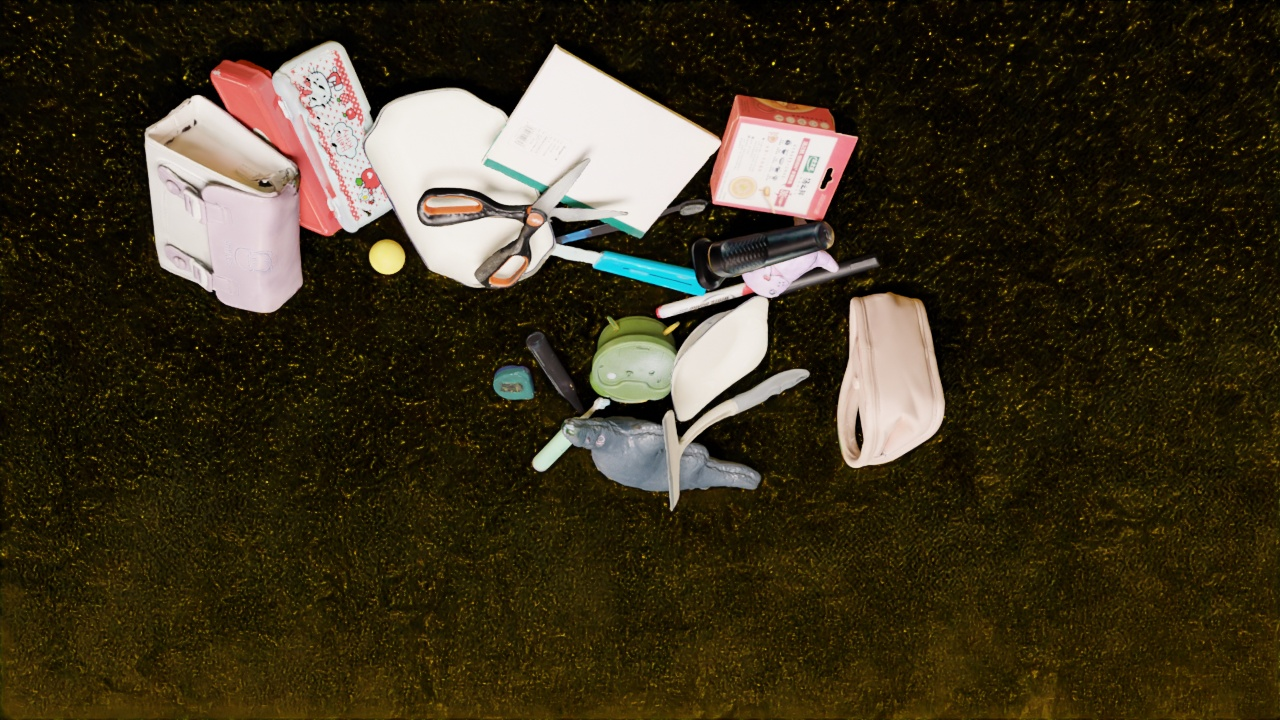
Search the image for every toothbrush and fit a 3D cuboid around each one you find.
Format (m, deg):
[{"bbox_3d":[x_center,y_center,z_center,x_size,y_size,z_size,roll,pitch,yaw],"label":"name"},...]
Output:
[{"bbox_3d":[-0.104,0.036,1.271,0.027,0.026,0.213,18,151,33],"label":"toothbrush"},{"bbox_3d":[-0.103,0.106,1.323,0.027,0.026,0.225,9,147,-27],"label":"toothbrush"},{"bbox_3d":[-0.014,-0.158,1.060,0.190,0.016,0.014,-12,131,14],"label":"toothbrush"}]

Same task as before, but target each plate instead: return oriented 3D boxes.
[{"bbox_3d":[0.095,-0.009,1.171,0.164,0.034,0.164,-37,150,-16],"label":"plate"},{"bbox_3d":[-0.192,-0.188,1.008,0.162,0.034,0.266,-11,137,9],"label":"plate"}]

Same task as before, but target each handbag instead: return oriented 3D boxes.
[{"bbox_3d":[0.299,0.046,1.180,0.093,0.193,0.235,4,148,-2],"label":"handbag"},{"bbox_3d":[-0.430,-0.150,0.960,0.145,0.098,0.198,27,142,-3],"label":"handbag"}]

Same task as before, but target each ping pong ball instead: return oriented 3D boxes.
[{"bbox_3d":[-0.297,-0.122,1.076,0.040,0.040,0.040,-1,138,-1],"label":"ping pong ball"}]

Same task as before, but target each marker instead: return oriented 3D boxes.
[{"bbox_3d":[0.224,-0.104,1.120,0.132,0.022,0.020,-15,100,15],"label":"marker"},{"bbox_3d":[0.089,-0.078,1.151,0.145,0.017,0.017,-15,136,15],"label":"marker"}]

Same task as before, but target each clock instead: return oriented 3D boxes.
[{"bbox_3d":[-0.007,0.007,1.215,0.116,0.056,0.162,5,138,-6],"label":"clock"}]

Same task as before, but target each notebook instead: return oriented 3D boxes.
[{"bbox_3d":[-0.040,-0.220,0.964,0.209,0.012,0.151,21,127,-32],"label":"notebook"}]

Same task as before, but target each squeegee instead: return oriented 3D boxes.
[{"bbox_3d":[0.124,0.069,1.240,0.246,0.039,0.247,-32,149,-16],"label":"squeegee"}]

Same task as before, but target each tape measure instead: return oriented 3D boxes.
[{"bbox_3d":[-0.174,0.032,1.263,0.054,0.025,0.058,-5,138,3],"label":"tape measure"}]

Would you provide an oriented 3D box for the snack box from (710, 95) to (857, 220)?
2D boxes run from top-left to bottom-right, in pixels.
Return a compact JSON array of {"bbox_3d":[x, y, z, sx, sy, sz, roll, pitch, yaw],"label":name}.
[{"bbox_3d":[0.149,-0.214,0.978,0.127,0.044,0.113,8,137,-9],"label":"snack box"}]

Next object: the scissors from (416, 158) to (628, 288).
[{"bbox_3d":[-0.136,-0.150,1.000,0.230,0.021,0.222,14,140,-15],"label":"scissors"}]

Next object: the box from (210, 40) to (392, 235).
[{"bbox_3d":[-0.337,-0.231,0.955,0.112,0.099,0.202,23,147,26],"label":"box"}]

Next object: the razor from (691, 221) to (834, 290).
[{"bbox_3d":[0.139,-0.126,1.050,0.168,0.062,0.067,-11,178,32],"label":"razor"}]

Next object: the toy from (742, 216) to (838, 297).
[{"bbox_3d":[0.171,-0.115,1.090,0.108,0.038,0.084,-34,105,30],"label":"toy"}]

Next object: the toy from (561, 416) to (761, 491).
[{"bbox_3d":[0.011,0.136,1.315,0.356,0.091,0.138,21,159,-37],"label":"toy"}]

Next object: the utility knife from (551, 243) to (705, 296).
[{"bbox_3d":[-0.016,-0.113,1.108,0.209,0.018,0.034,12,137,-13],"label":"utility knife"}]
